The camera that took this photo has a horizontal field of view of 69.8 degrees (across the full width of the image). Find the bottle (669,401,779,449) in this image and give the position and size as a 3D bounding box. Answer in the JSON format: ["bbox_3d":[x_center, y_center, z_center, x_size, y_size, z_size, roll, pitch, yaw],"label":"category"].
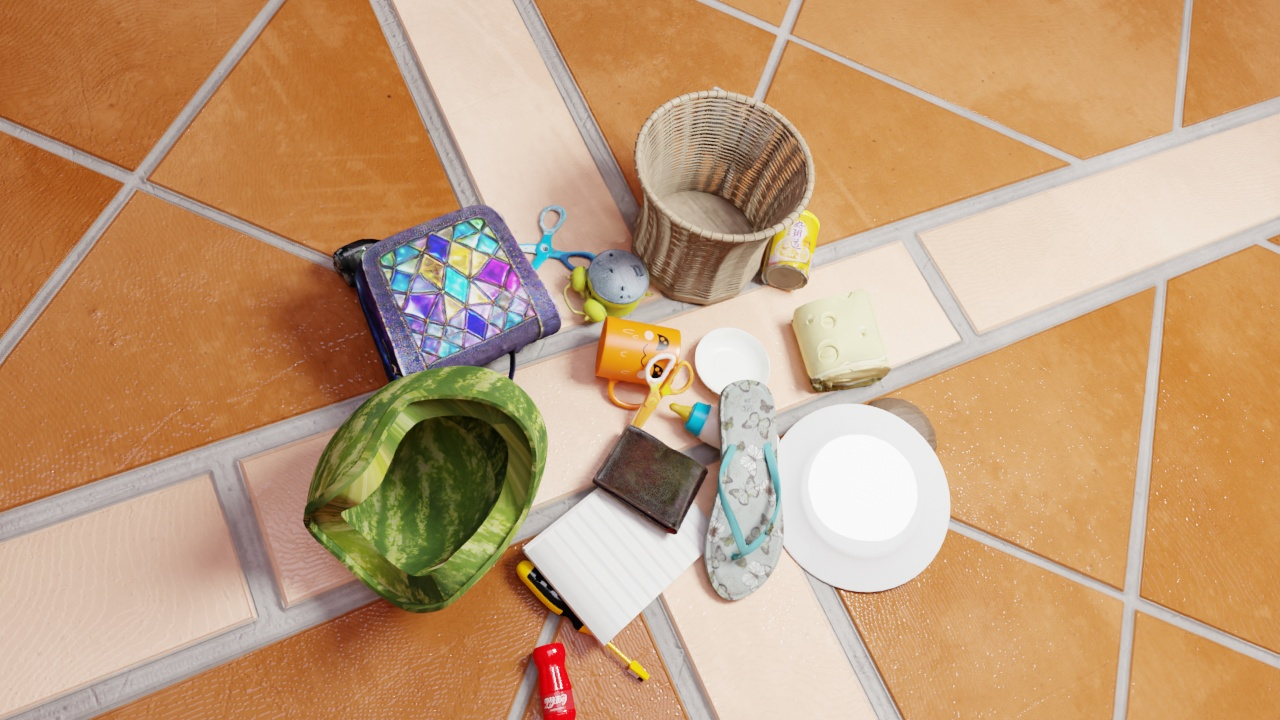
[{"bbox_3d":[0.104,0.087,1.173,0.146,0.051,0.051,25,63,-1],"label":"bottle"}]

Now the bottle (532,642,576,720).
[{"bbox_3d":[-0.091,0.373,1.007,0.036,0.036,0.119,-7,68,-16],"label":"bottle"}]

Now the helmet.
[{"bbox_3d":[-0.220,0.122,0.979,0.213,0.244,0.246,47,60,-15],"label":"helmet"}]

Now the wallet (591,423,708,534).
[{"bbox_3d":[0.013,0.144,1.123,0.120,0.031,0.099,31,52,1],"label":"wallet"}]

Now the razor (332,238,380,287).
[{"bbox_3d":[-0.316,-0.117,1.177,0.151,0.054,0.067,10,74,-16],"label":"razor"}]

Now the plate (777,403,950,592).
[{"bbox_3d":[0.281,0.171,1.172,0.242,0.016,0.242,2,73,-6],"label":"plate"}]

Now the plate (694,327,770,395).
[{"bbox_3d":[0.120,0.008,1.226,0.104,0.026,0.104,5,64,-11],"label":"plate"}]

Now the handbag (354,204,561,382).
[{"bbox_3d":[-0.222,-0.056,1.117,0.204,0.126,0.222,-27,93,-22],"label":"handbag"}]

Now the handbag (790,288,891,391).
[{"bbox_3d":[0.272,-0.023,1.245,0.111,0.081,0.119,-11,71,-4],"label":"handbag"}]

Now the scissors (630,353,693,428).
[{"bbox_3d":[0.014,0.047,1.151,0.064,0.013,0.128,31,104,-14],"label":"scissors"}]

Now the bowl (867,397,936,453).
[{"bbox_3d":[0.349,0.099,1.233,0.118,0.030,0.117,5,65,-11],"label":"bowl"}]

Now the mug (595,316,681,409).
[{"bbox_3d":[-0.007,0.007,1.179,0.096,0.077,0.112,10,95,-8],"label":"mug"}]

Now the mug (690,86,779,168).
[{"bbox_3d":[0.146,-0.354,1.378,0.107,0.080,0.115,33,35,4],"label":"mug"}]

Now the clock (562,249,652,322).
[{"bbox_3d":[-0.045,-0.097,1.220,0.119,0.057,0.083,-19,72,-20],"label":"clock"}]

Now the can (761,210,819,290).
[{"bbox_3d":[0.213,-0.157,1.299,0.067,0.068,0.104,18,64,-4],"label":"can"}]

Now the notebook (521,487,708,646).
[{"bbox_3d":[-0.018,0.216,1.092,0.209,0.009,0.142,-36,78,-34],"label":"notebook"}]

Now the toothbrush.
[{"bbox_3d":[-0.066,0.298,1.051,0.196,0.031,0.031,41,38,4],"label":"toothbrush"}]

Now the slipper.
[{"bbox_3d":[0.136,0.155,1.112,0.098,0.055,0.268,7,81,-14],"label":"slipper"}]

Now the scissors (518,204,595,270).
[{"bbox_3d":[-0.118,-0.151,1.254,0.137,0.011,0.133,30,61,0],"label":"scissors"}]

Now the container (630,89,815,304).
[{"bbox_3d":[0.091,-0.204,1.213,0.227,0.196,0.226,3,65,-7],"label":"container"}]
